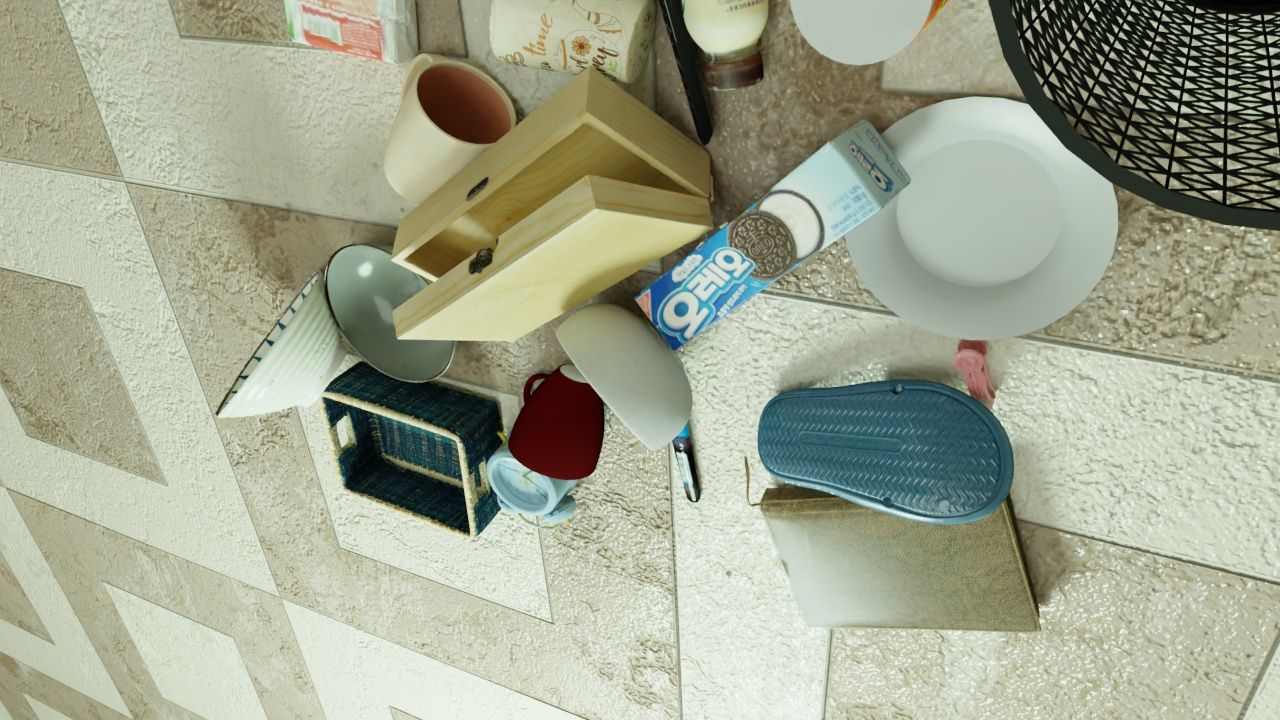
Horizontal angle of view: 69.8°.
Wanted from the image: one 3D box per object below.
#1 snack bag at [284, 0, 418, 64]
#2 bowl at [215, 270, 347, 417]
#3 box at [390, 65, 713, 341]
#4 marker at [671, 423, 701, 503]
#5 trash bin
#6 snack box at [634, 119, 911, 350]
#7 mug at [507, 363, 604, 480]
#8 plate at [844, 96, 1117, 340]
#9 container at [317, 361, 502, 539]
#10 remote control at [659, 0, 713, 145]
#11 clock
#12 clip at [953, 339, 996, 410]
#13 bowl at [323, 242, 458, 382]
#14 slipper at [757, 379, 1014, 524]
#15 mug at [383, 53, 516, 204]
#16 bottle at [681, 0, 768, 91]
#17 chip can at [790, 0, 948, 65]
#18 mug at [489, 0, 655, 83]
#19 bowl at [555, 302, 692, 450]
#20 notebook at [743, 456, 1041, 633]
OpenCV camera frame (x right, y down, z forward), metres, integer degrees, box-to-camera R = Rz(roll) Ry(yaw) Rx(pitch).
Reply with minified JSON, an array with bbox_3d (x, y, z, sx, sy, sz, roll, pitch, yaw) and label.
[{"bbox_3d":[-0.237,-0.290,0.746,0.116,0.036,0.077,18,127,20],"label":"snack bag"},{"bbox_3d":[-0.350,-0.001,0.935,0.071,0.176,0.178,36,135,-22],"label":"bowl"},{"bbox_3d":[-0.074,-0.086,0.710,0.140,0.122,0.250,30,142,-35],"label":"box"},{"bbox_3d":[0.040,0.083,0.852,0.018,0.015,0.123,7,127,30],"label":"marker"},{"bbox_3d":[0.272,-0.201,0.369,0.217,0.242,0.217,15,127,21],"label":"trash bin"},{"bbox_3d":[0.087,-0.083,0.666,0.059,0.059,0.227,52,138,-2],"label":"snack box"},{"bbox_3d":[-0.078,0.044,0.863,0.114,0.087,0.088,41,120,43],"label":"mug"},{"bbox_3d":[0.225,-0.093,0.620,0.173,0.019,0.173,15,127,21],"label":"plate"},{"bbox_3d":[-0.240,0.093,0.984,0.187,0.071,0.145,15,127,22],"label":"container"},{"bbox_3d":[0.030,-0.213,0.643,0.010,0.039,0.125,-18,120,3],"label":"remote control"},{"bbox_3d":[-0.110,0.124,0.942,0.089,0.051,0.125,12,127,22],"label":"clock"},{"bbox_3d":[0.245,0.014,0.670,0.022,0.038,0.059,-12,117,32],"label":"clip"},{"bbox_3d":[-0.228,-0.056,0.886,0.151,0.056,0.151,15,127,21],"label":"bowl"},{"bbox_3d":[0.186,0.064,0.716,0.214,0.059,0.104,6,89,43],"label":"slipper"},{"bbox_3d":[-0.168,-0.193,0.752,0.105,0.085,0.111,-37,70,47],"label":"mug"},{"bbox_3d":[0.050,-0.258,0.586,0.057,0.056,0.162,5,123,28],"label":"bottle"},{"bbox_3d":[0.138,-0.208,0.465,0.062,0.209,0.062,15,127,21],"label":"chip can"},{"bbox_3d":[-0.038,-0.257,0.641,0.097,0.081,0.122,20,102,9],"label":"mug"},{"bbox_3d":[-0.005,0.004,0.762,0.064,0.131,0.132,-40,98,2],"label":"bowl"},{"bbox_3d":[0.210,0.152,0.784,0.216,0.034,0.190,-9,115,34],"label":"notebook"}]
